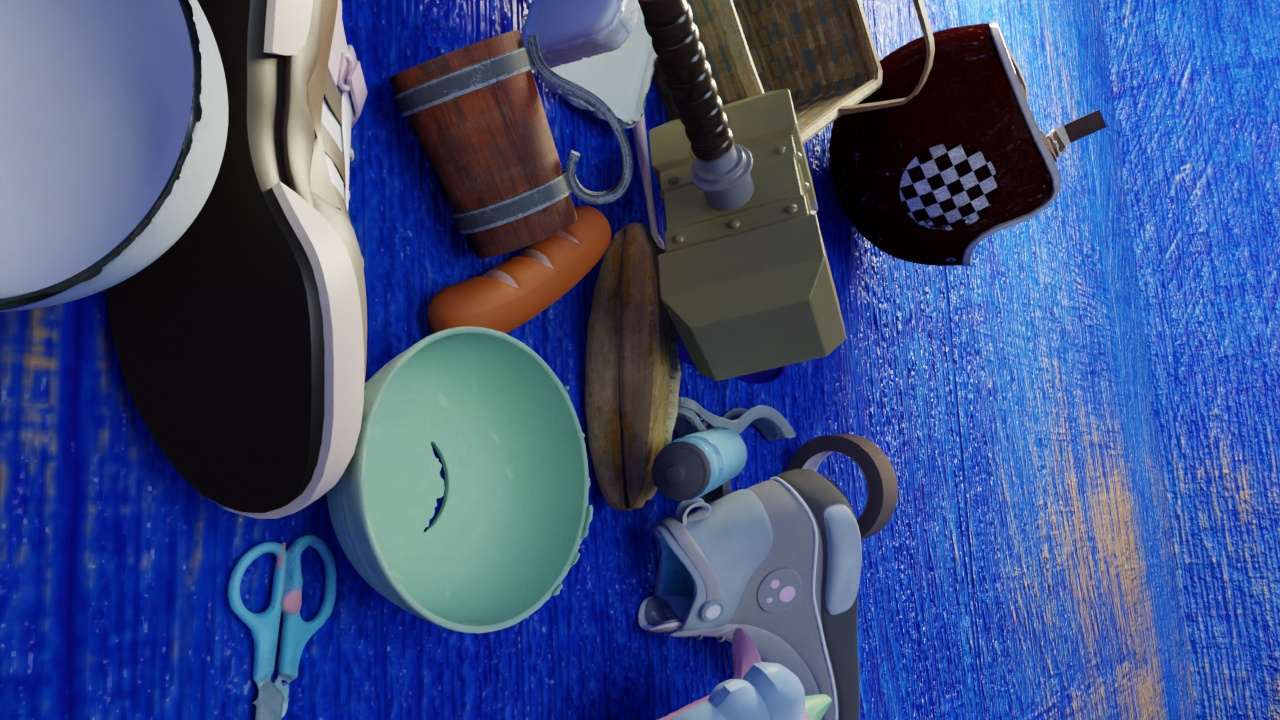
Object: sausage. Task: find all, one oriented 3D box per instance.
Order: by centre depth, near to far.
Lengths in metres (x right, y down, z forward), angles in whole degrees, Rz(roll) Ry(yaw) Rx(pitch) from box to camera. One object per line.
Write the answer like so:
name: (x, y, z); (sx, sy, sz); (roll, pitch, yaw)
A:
sausage: (-0.069, -0.053, 0.573); (0.163, 0.039, 0.044); (-43, 118, -47)

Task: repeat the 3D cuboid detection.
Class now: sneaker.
sneaker: (-0.167, -0.079, 0.426); (0.116, 0.112, 0.293); (-4, 85, -72)
sneaker: (0.076, 0.210, 0.675); (0.160, 0.093, 0.257); (-10, 110, -23)

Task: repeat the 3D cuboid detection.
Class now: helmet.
helmet: (0.322, -0.217, 0.925); (0.234, 0.254, 0.232); (50, 33, -29)

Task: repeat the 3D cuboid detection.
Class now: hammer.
hammer: (0.031, -0.153, 0.529); (0.325, 0.101, 0.189); (60, 22, -51)

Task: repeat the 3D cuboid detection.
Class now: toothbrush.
toothbrush: (-0.001, -0.158, 0.701); (0.018, 0.016, 0.181); (-5, 87, -46)

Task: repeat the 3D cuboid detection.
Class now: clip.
clip: (0.087, 0.074, 0.753); (0.164, 0.031, 0.169); (-43, 117, -49)

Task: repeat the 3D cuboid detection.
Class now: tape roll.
tape roll: (0.173, 0.111, 0.795); (0.030, 0.094, 0.093); (1, 81, -51)

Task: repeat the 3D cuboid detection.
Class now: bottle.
bottle: (0.040, 0.068, 0.614); (0.130, 0.040, 0.040); (-1, 83, -72)

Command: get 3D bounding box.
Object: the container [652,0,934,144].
container: (0.140, -0.271, 0.762); (0.249, 0.187, 0.157); (-42, 114, -47)

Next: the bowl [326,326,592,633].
bowl: (-0.102, 0.062, 0.477); (0.150, 0.077, 0.150); (14, 72, -49)

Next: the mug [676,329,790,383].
mug: (0.079, -0.029, 0.717); (0.111, 0.084, 0.079); (59, 43, -25)

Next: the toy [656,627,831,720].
toy: (0.021, 0.249, 0.535); (0.222, 0.120, 0.171); (23, 98, -44)

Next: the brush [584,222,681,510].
brush: (-0.004, 0.004, 0.626); (0.043, 0.059, 0.195); (14, 76, -61)

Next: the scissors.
scissors: (-0.170, 0.150, 0.427); (0.055, 0.015, 0.136); (18, 65, -51)

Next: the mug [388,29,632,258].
mug: (-0.070, -0.130, 0.536); (0.081, 0.117, 0.111); (-101, 171, -71)

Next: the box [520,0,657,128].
box: (-0.001, -0.282, 0.625); (0.129, 0.106, 0.210); (18, 79, -38)

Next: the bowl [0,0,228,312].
bowl: (-0.219, -0.091, 0.331); (0.073, 0.153, 0.153); (70, 11, -89)
